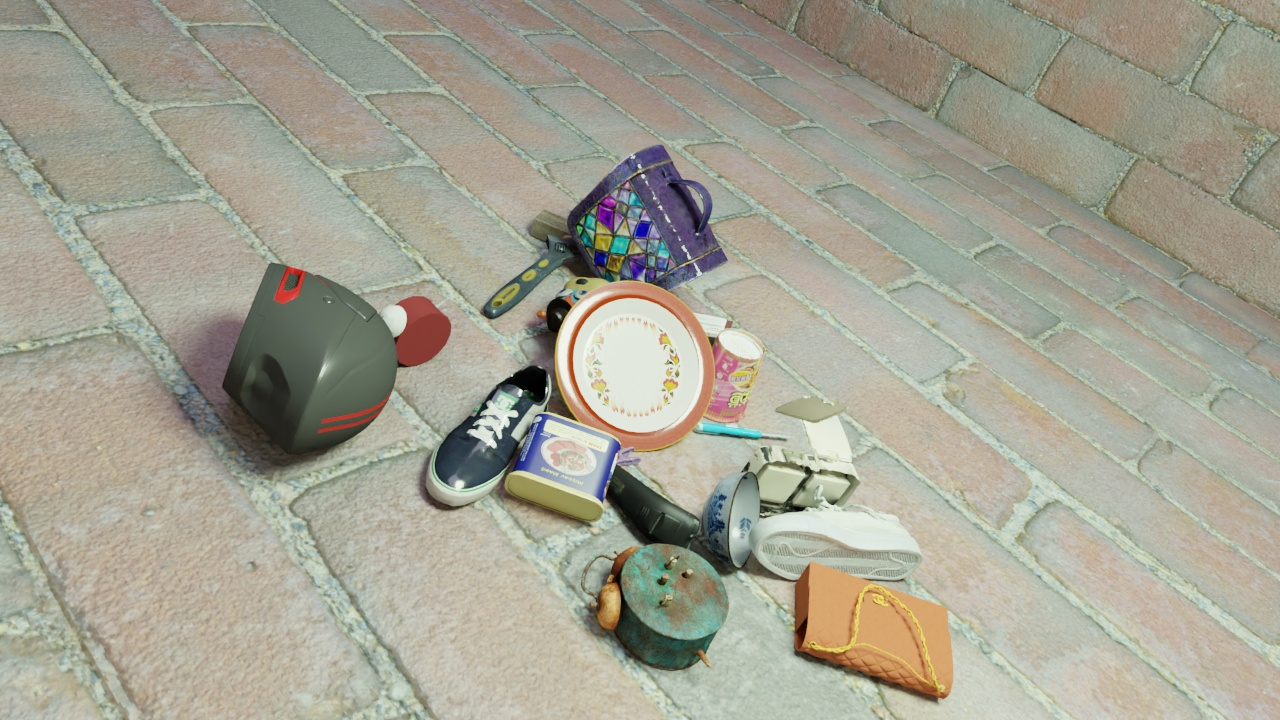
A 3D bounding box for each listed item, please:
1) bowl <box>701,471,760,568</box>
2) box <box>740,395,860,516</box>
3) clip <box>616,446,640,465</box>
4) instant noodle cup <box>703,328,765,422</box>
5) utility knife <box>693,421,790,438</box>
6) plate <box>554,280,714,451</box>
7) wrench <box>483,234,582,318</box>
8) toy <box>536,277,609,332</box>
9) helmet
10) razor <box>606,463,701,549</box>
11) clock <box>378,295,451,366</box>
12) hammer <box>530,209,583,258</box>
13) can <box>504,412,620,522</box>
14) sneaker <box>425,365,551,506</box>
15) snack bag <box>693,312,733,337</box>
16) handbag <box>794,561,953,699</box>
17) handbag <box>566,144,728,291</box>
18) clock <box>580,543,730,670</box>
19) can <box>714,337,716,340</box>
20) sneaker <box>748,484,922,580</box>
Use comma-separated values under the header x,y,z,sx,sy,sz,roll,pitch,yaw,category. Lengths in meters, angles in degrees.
x,y,z,sx,sy,sz,roll,pitch,yaw,category
0.102,0.184,1.079,0.045,0.114,0.114,5,28,25,bowl
0.206,0.099,1.152,0.143,0.193,0.106,14,37,-22,box
-0.026,0.123,1.163,0.051,0.013,0.035,-5,42,-28,clip
0.124,0.017,1.300,0.097,0.109,0.097,14,35,-10,instant noodle cup
0.142,0.100,1.282,0.151,0.015,0.022,8,11,-21,utility knife
-0.007,0.008,1.220,0.229,0.021,0.229,5,77,-23,plate
-0.156,-0.136,1.411,0.073,0.022,0.272,30,42,10,wrench
-0.074,-0.075,1.336,0.112,0.096,0.175,7,31,30,toy
-0.357,0.001,1.018,0.169,0.164,0.264,21,24,-20,helmet
0.007,0.171,1.092,0.151,0.054,0.067,36,10,33,razor
-0.296,-0.036,1.169,0.124,0.087,0.044,-16,49,-45,clock
-0.067,-0.264,1.641,0.158,0.037,0.299,24,35,4,hammer
-0.087,0.122,1.068,0.116,0.057,0.092,20,54,-2,can
-0.174,0.078,1.085,0.084,0.079,0.234,27,36,7,sneaker
0.063,-0.062,1.435,0.158,0.013,0.056,11,34,9,snack bag
0.265,0.303,1.035,0.172,0.060,0.108,19,39,-3,handbag
0.020,-0.203,1.408,0.125,0.223,0.205,-31,92,-49,handbag
0.015,0.247,0.964,0.157,0.073,0.121,24,35,5,clock
0.125,-0.016,1.411,0.032,0.032,0.095,22,35,1,can
0.228,0.209,1.119,0.242,0.090,0.090,11,36,-26,sneaker
